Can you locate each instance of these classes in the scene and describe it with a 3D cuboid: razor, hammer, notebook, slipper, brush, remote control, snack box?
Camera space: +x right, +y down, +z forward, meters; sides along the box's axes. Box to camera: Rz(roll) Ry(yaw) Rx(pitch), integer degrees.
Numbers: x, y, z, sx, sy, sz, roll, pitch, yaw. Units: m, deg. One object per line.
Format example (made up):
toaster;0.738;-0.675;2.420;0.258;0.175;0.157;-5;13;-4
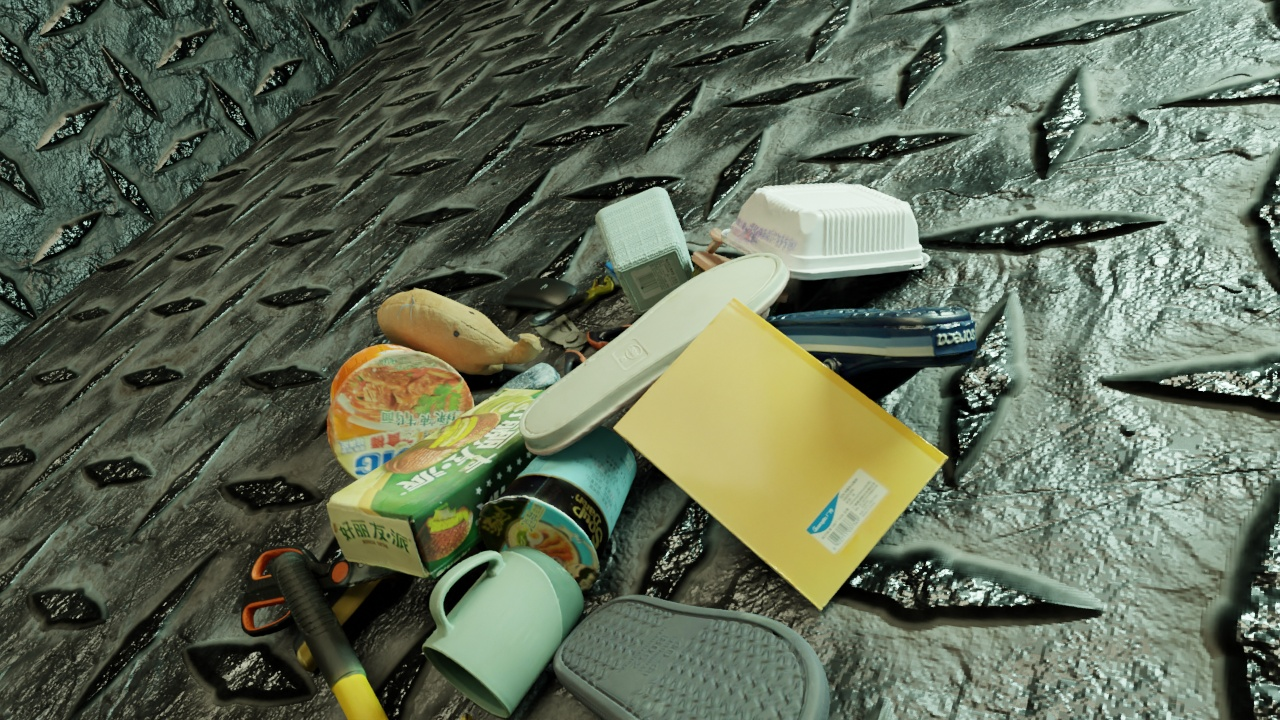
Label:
razor;-0.073;-0.073;1.096;0.142;0.022;0.042;-33;55;-24
hammer;-0.229;0.255;0.724;0.128;0.033;0.301;-38;48;-14
notebook;0.100;0.062;0.687;0.206;0.010;0.145;39;82;22
slipper;0.019;0.000;0.788;0.274;0.054;0.114;-36;27;-9
razor;-0.253;0.212;0.848;0.067;0.062;0.167;32;68;20
brush;0.096;-0.093;0.950;0.063;0.073;0.145;8;19;-21
remote control;-0.133;-0.087;1.165;0.137;0.024;0.053;7;43;49
snack box;-0.152;0.102;0.834;0.115;0.063;0.239;1;23;37
slipper;0.035;0.221;0.597;0.110;0.083;0.269;-39;16;-25
slipper;0.174;0.002;0.762;0.105;0.095;0.253;-4;0;-28

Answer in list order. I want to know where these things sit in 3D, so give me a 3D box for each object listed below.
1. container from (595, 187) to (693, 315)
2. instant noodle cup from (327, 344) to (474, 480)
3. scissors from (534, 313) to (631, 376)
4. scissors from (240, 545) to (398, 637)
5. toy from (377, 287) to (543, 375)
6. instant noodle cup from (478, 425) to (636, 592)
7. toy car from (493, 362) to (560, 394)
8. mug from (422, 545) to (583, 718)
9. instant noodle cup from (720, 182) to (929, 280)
container;0.010;-0.121;1.044;0.090;0.090;0.111;-22;42;5
instant noodle cup;-0.264;0.052;0.986;0.151;0.151;0.111;-38;26;-12
scissors;-0.060;-0.020;1.037;0.214;0.015;0.196;-13;37;26
scissors;-0.273;0.208;0.820;0.235;0.021;0.124;2;65;34
toy;-0.213;-0.030;1.051;0.226;0.143;0.082;11;76;45
instant noodle cup;-0.060;0.118;0.781;0.111;0.111;0.120;-6;31;31
toy car;-0.135;0.041;0.998;0.105;0.031;0.049;-39;33;-11
mug;-0.108;0.193;0.698;0.082;0.112;0.106;-2;40;49
instant noodle cup;0.181;-0.130;0.883;0.173;0.060;0.138;-9;28;-27
